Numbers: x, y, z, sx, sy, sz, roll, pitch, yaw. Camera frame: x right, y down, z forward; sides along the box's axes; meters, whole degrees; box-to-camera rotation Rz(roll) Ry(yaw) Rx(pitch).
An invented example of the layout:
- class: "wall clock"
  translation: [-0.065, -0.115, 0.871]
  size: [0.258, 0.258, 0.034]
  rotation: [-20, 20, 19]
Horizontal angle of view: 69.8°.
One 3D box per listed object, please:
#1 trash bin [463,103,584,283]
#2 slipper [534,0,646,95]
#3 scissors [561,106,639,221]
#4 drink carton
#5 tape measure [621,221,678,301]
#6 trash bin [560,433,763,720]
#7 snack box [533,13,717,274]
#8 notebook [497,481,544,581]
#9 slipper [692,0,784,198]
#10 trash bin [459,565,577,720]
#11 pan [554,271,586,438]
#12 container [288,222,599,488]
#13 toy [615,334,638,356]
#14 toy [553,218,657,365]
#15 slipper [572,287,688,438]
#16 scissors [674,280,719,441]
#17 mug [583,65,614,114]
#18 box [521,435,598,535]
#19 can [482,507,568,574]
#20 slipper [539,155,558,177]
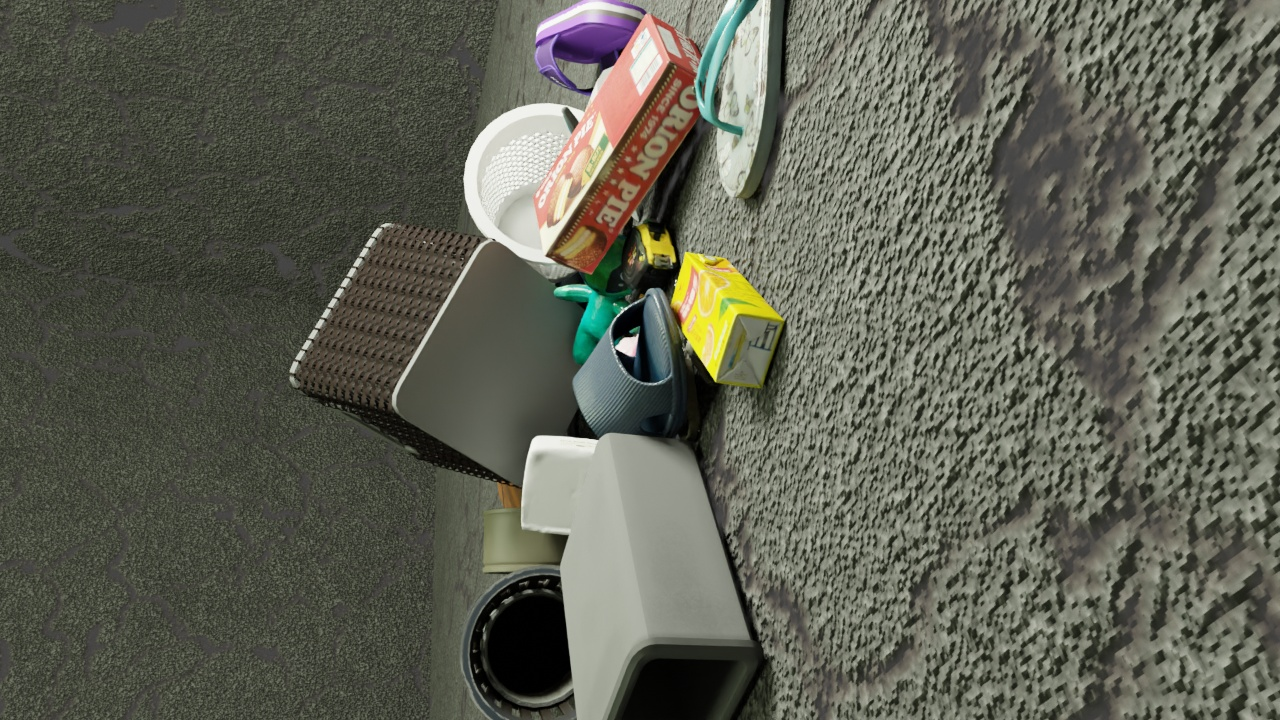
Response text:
- class: "trash bin"
  translation: [-0.119, -0.187, 1.158]
  size: [0.200, 0.195, 0.195]
  rotation: [125, 148, -76]
- class: "slipper"
  translation: [-0.072, -0.391, 1.189]
  size: [0.267, 0.107, 0.084]
  rotation: [-159, 75, -68]
- class: "scissors"
  translation: [-0.041, -0.225, 1.012]
  size: [0.019, 0.124, 0.157]
  rotation: [-44, -18, -33]
- class: "drink carton"
  translation: [0.064, -0.035, 0.715]
  size: [0.134, 0.043, 0.059]
  rotation: [-119, 40, -61]
- class: "tape measure"
  translation: [0.008, -0.102, 0.924]
  size: [0.072, 0.042, 0.072]
  rotation: [118, 148, -53]
- class: "trash bin"
  translation: [0.003, 0.201, 0.746]
  size: [0.219, 0.097, 0.192]
  rotation: [-105, 26, -52]
- class: "snack box"
  translation: [-0.024, -0.212, 0.918]
  size: [0.237, 0.060, 0.113]
  rotation: [-52, 34, 29]
- class: "notebook"
  translation: [-0.177, 0.189, 1.304]
  size: [0.178, 0.014, 0.250]
  rotation: [58, 157, 35]
- class: "slipper"
  translation: [0.077, -0.264, 0.733]
  size: [0.098, 0.054, 0.269]
  rotation: [-169, 87, -76]
- class: "trash bin"
  translation: [-0.125, 0.316, 1.030]
  size: [0.228, 0.164, 0.164]
  rotation: [137, 136, -71]
- class: "pan"
  translation: [-0.105, 0.013, 1.296]
  size: [0.199, 0.021, 0.355]
  rotation: [115, 154, -48]
- class: "container"
  translation: [-0.223, -0.005, 1.117]
  size: [0.244, 0.247, 0.245]
  rotation: [10, 68, 48]
- class: "toy"
  translation: [-0.005, 0.005, 0.925]
  size: [0.110, 0.047, 0.063]
  rotation: [155, 108, -65]
- class: "toy"
  translation: [-0.034, -0.074, 1.016]
  size: [0.131, 0.072, 0.194]
  rotation: [27, 121, 30]
- class: "slipper"
  translation: [-0.018, 0.045, 0.831]
  size: [0.264, 0.082, 0.101]
  rotation: [103, 151, -51]
- class: "scissors"
  translation: [0.042, -0.001, 0.822]
  size: [0.158, 0.012, 0.162]
  rotation: [-174, 90, -71]
- class: "mug"
  translation: [-0.019, -0.283, 1.039]
  size: [0.105, 0.073, 0.090]
  rotation: [-64, 5, -29]
- class: "box"
  translation: [-0.074, 0.142, 1.024]
  size: [0.136, 0.108, 0.128]
  rotation: [-97, 13, -78]
- class: "can"
  translation: [-0.128, 0.221, 1.117]
  size: [0.128, 0.127, 0.073]
  rotation: [142, 130, -67]
- class: "slipper"
  translation: [-0.135, -0.183, 1.357]
  size: [0.253, 0.095, 0.105]
  rotation: [-61, 38, 15]
